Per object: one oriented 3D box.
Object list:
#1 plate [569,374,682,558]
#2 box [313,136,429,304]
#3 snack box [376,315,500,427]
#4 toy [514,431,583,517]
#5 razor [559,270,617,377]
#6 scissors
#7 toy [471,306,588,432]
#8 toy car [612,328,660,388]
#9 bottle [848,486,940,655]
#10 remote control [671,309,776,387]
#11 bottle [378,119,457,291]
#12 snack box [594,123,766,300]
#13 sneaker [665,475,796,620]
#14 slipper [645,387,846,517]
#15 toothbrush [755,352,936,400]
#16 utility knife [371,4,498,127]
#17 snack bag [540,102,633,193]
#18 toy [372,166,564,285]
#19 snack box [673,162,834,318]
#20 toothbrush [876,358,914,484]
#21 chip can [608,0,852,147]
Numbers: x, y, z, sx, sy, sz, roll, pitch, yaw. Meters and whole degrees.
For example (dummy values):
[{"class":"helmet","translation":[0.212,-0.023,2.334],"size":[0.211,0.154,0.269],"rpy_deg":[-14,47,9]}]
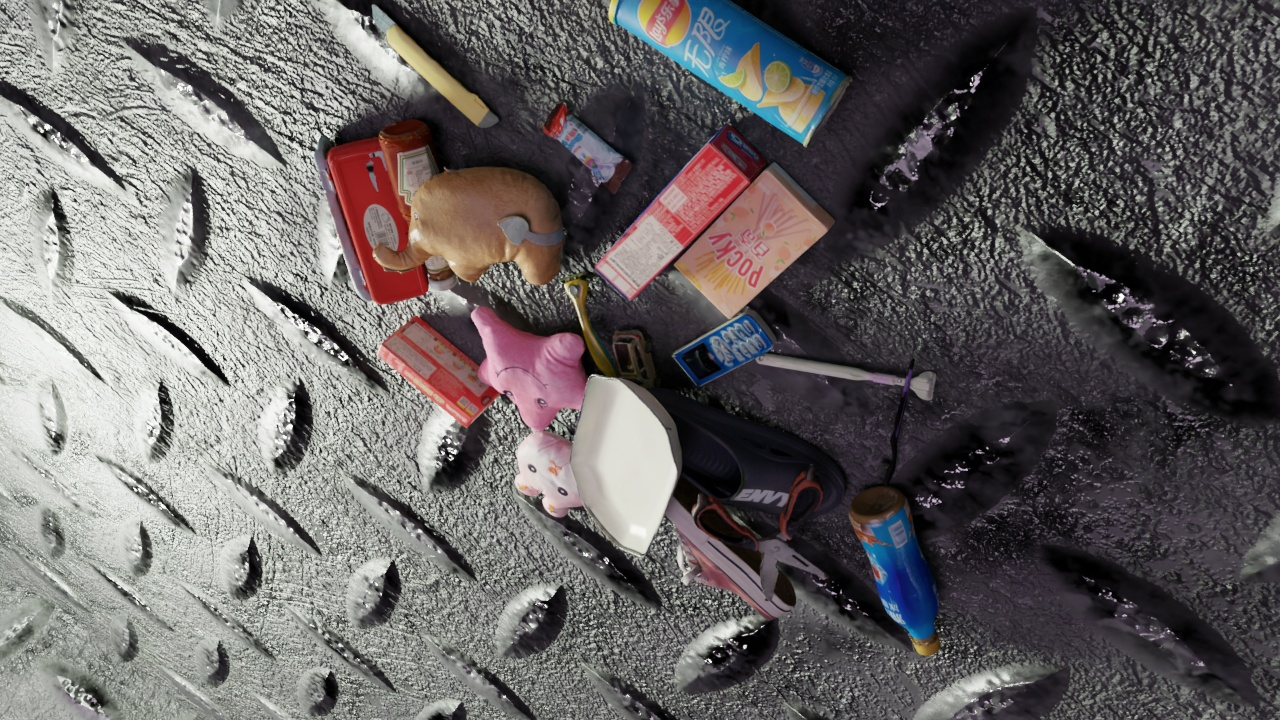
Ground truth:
[{"class":"plate","translation":[-0.014,0.121,1.070],"size":[0.162,0.034,0.266],"rpy_deg":[46,144,26]},{"class":"box","translation":[-0.326,-0.176,1.125],"size":[0.094,0.100,0.201],"rpy_deg":[-15,120,-9]},{"class":"snack box","translation":[-0.259,0.013,1.193],"size":[0.153,0.075,0.026],"rpy_deg":[39,134,0]},{"class":"toy","translation":[-0.116,0.158,1.229],"size":[0.121,0.054,0.160],"rpy_deg":[36,140,4]},{"class":"razor","translation":[-0.055,-0.037,1.055],"size":[0.043,0.028,0.132],"rpy_deg":[-13,102,32]},{"class":"scissors","translation":[0.143,0.199,1.036],"size":[0.189,0.015,0.225],"rpy_deg":[3,125,-11]},{"class":"toy","translation":[-0.120,0.024,1.120],"size":[0.195,0.074,0.179],"rpy_deg":[17,134,19]},{"class":"toy car","translation":[-0.006,0.006,1.068],"size":[0.042,0.035,0.090],"rpy_deg":[3,126,31]},{"class":"bottle","translation":[0.297,0.244,1.038],"size":[0.065,0.065,0.219],"rpy_deg":[-9,118,34]},{"class":"remote control","translation":[0.091,-0.013,1.004],"size":[0.125,0.024,0.049],"rpy_deg":[-30,103,41]},{"class":"bottle","translation":[-0.252,-0.175,1.071],"size":[0.060,0.059,0.206],"rpy_deg":[12,130,23]},{"class":"snack box","translation":[0.035,-0.145,0.924],"size":[0.058,0.057,0.208],"rpy_deg":[43,132,-6]},{"class":"sneaker","translation":[0.087,0.241,1.135],"size":[0.088,0.118,0.241],"rpy_deg":[-39,104,21]},{"class":"slipper","translation":[0.098,0.124,1.049],"size":[0.268,0.083,0.111],"rpy_deg":[24,133,5]},{"class":"toothbrush","translation":[0.210,0.012,0.957],"size":[0.190,0.020,0.029],"rpy_deg":[10,95,26]},{"class":"utility knife","translation":[-0.224,-0.311,0.982],"size":[0.178,0.019,0.031],"rpy_deg":[40,128,-8]},{"class":"snack bag","translation":[-0.056,-0.220,0.944],"size":[0.105,0.026,0.045],"rpy_deg":[40,129,-3]},{"class":"toy","translation":[-0.194,-0.148,1.019],"size":[0.226,0.082,0.143],"rpy_deg":[2,117,15]},{"class":"snack box","translation":[0.111,-0.116,0.919],"size":[0.084,0.026,0.158],"rpy_deg":[43,132,-3]},{"class":"toothbrush","translation":[0.264,0.066,0.950],"size":[0.017,0.014,0.189],"rpy_deg":[29,142,30]},{"class":"chip can","translation":[0.077,-0.272,0.800],"size":[0.210,0.071,0.071],"rpy_deg":[35,132,4]}]
